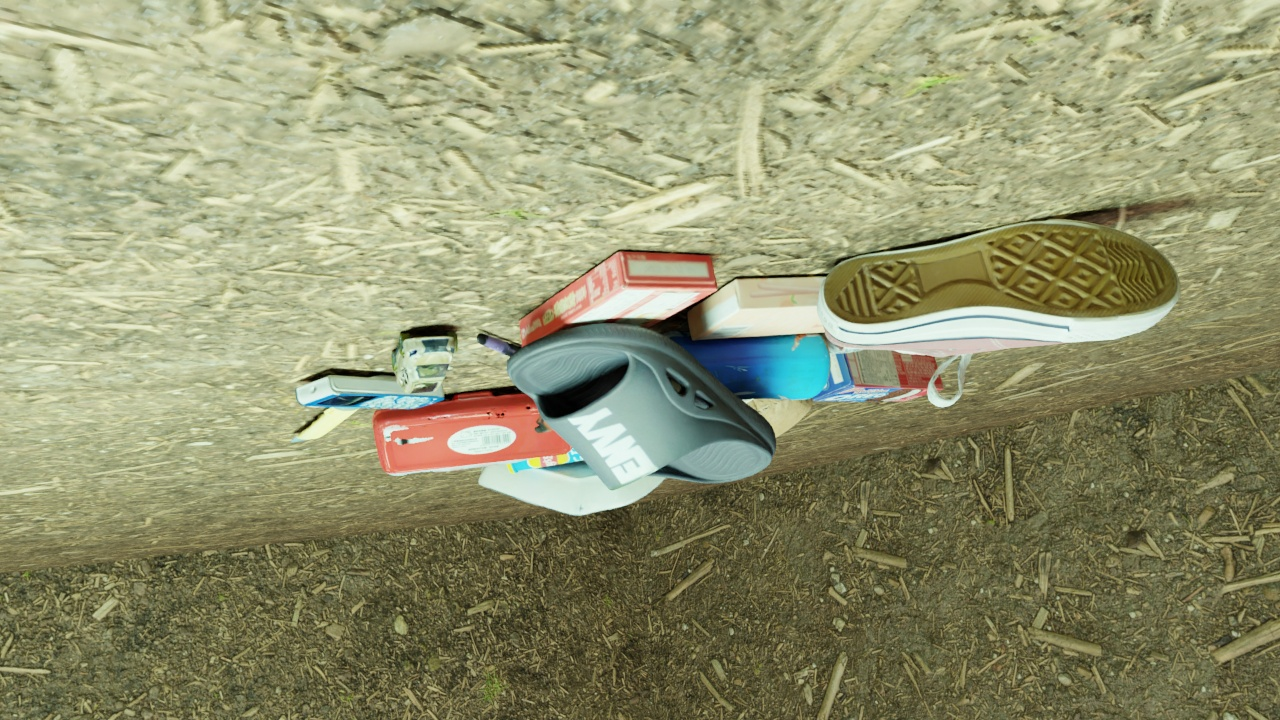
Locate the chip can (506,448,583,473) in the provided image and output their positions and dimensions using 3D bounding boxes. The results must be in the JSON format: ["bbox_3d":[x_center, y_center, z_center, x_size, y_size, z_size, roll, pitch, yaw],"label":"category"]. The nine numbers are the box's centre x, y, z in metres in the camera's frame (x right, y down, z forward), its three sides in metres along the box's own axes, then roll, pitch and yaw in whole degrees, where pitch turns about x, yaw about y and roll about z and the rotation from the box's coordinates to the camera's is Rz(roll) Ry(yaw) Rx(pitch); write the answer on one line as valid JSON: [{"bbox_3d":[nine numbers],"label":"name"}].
[{"bbox_3d":[-0.054,0.080,1.075,0.210,0.071,0.071,-10,169,0],"label":"chip can"}]

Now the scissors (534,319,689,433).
[{"bbox_3d":[-0.010,0.022,0.847,0.188,0.015,0.226,16,142,-42],"label":"scissors"}]

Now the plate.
[{"bbox_3d":[-0.089,0.124,1.136,0.266,0.034,0.161,8,-154,44],"label":"plate"}]

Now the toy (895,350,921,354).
[{"bbox_3d":[0.283,-0.041,0.791,0.121,0.054,0.160,-2,170,-40],"label":"toy"}]

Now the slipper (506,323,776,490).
[{"bbox_3d":[0.017,0.056,0.697,0.111,0.083,0.268,-28,140,30],"label":"slipper"}]

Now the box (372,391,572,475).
[{"bbox_3d":[-0.173,0.058,0.959,0.201,0.100,0.095,-6,127,-9],"label":"box"}]

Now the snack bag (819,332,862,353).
[{"bbox_3d":[0.180,-0.019,0.835,0.045,0.026,0.105,-4,-176,-8],"label":"snack bag"}]

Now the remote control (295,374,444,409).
[{"bbox_3d":[-0.231,0.027,0.795,0.049,0.024,0.124,-17,167,34],"label":"remote control"}]

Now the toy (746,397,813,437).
[{"bbox_3d":[0.144,0.053,1.094,0.144,0.082,0.225,-20,175,16],"label":"toy"}]

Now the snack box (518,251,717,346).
[{"bbox_3d":[-0.021,-0.037,0.644,0.075,0.025,0.153,-2,166,-33],"label":"snack box"}]

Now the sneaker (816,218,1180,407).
[{"bbox_3d":[0.251,-0.037,0.666,0.241,0.118,0.088,-5,152,10],"label":"sneaker"}]

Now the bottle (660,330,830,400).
[{"bbox_3d":[0.053,0.006,0.766,0.218,0.065,0.065,-3,167,-24],"label":"bottle"}]

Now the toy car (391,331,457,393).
[{"bbox_3d":[-0.164,0.001,0.698,0.042,0.035,0.091,-6,166,-22],"label":"toy car"}]

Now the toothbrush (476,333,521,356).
[{"bbox_3d":[-0.098,-0.003,0.783,0.017,0.014,0.189,0,171,17],"label":"toothbrush"}]

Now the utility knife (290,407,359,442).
[{"bbox_3d":[-0.319,0.065,0.922,0.030,0.019,0.179,4,157,-35],"label":"utility knife"}]

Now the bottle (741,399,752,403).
[{"bbox_3d":[0.066,0.034,0.942,0.059,0.059,0.207,-4,164,-23],"label":"bottle"}]

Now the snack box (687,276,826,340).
[{"bbox_3d":[0.125,-0.042,0.730,0.157,0.026,0.085,-4,168,-24],"label":"snack box"}]

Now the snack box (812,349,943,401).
[{"bbox_3d":[0.263,0.012,1.029,0.057,0.058,0.207,-23,162,40],"label":"snack box"}]
